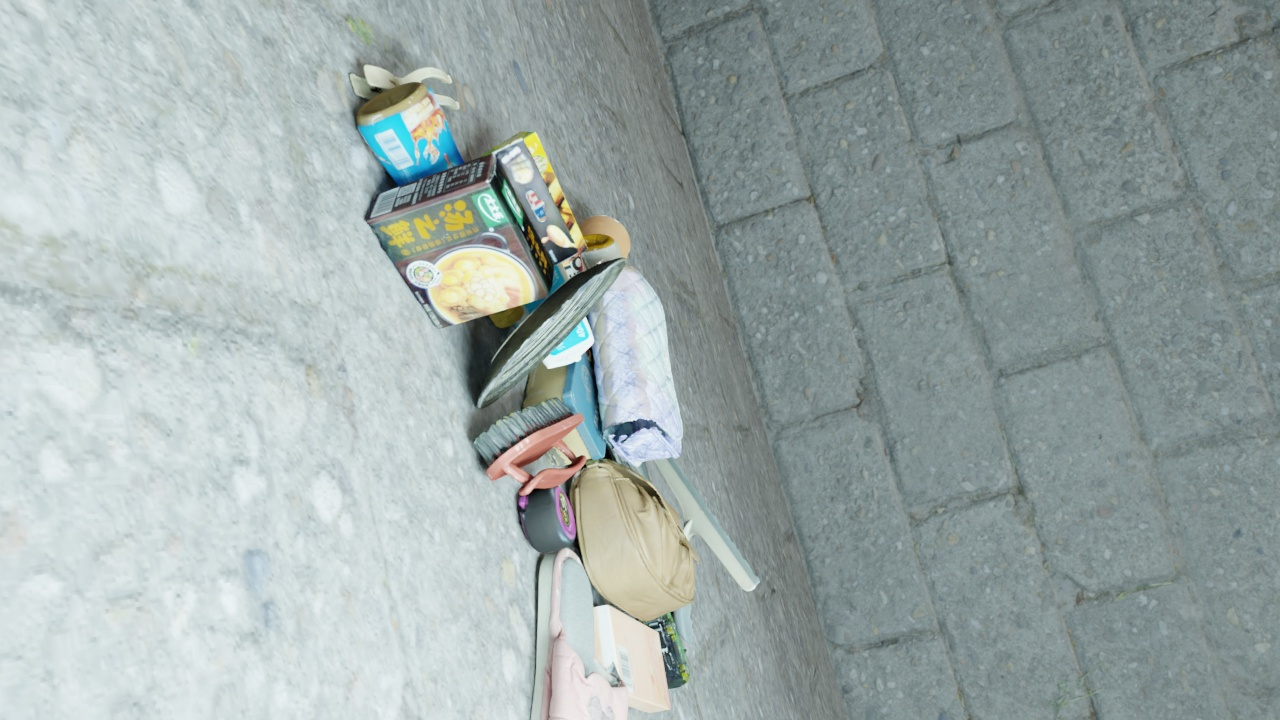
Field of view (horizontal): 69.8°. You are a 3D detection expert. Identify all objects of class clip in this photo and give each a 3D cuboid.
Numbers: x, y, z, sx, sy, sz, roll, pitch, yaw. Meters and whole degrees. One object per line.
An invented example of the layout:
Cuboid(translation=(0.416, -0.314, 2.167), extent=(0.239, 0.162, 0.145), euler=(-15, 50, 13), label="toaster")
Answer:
Cuboid(translation=(-0.189, -0.229, 0.770), extent=(0.103, 0.092, 0.035), euler=(58, 16, -84), label="clip")

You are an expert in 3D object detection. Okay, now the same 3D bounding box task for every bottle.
Cuboid(translation=(-0.047, -0.056, 1.113), extent=(0.067, 0.068, 0.190), euler=(-82, 166, -62), label="bottle")
Cuboid(translation=(-0.156, -0.121, 0.768), extent=(0.065, 0.065, 0.219), euler=(-90, 159, -53), label="bottle")

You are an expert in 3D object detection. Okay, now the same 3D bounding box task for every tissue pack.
Cuboid(translation=(-0.102, -0.065, 0.895), extent=(0.090, 0.063, 0.140), euler=(50, -15, 56), label="tissue pack")

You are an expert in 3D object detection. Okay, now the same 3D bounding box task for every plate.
Cuboid(translation=(-0.081, -0.029, 0.783), extent=(0.024, 0.180, 0.179), euler=(44, 13, 2), label="plate")

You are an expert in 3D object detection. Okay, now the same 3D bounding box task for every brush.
Cuboid(translation=(-0.090, 0.077, 0.785), extent=(0.069, 0.063, 0.145), euler=(51, 12, 6), label="brush")

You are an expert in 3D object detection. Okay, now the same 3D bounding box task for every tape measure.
Cuboid(translation=(-0.083, 0.140, 0.808), extent=(0.057, 0.039, 0.057), euler=(-75, 146, -76), label="tape measure")

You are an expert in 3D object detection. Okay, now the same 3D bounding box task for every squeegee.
Cuboid(translation=(0.051, 0.259, 1.087), extent=(0.246, 0.039, 0.247), euler=(-127, -150, -47), label="squeegee")

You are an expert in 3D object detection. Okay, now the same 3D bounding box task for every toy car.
Cuboid(translation=(0.027, 0.323, 1.034), extent=(0.036, 0.043, 0.091), euler=(-8, 82, -78), label="toy car")

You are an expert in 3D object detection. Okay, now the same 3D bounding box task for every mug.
Cuboid(translation=(-0.062, -0.134, 1.185), extent=(0.122, 0.078, 0.078), euler=(-69, 141, -64), label="mug")

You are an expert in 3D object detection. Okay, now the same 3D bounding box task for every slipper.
Cuboid(translation=(-0.047, 0.276, 0.748), extent=(0.114, 0.054, 0.273), euler=(61, 17, -44), label="slipper")

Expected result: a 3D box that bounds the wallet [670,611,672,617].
Cuboid(translation=(0.019, 0.279, 1.117), extent=(0.122, 0.020, 0.096), euler=(-4, 82, -78), label="wallet")

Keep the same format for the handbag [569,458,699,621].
Cuboid(translation=(0.000, 0.187, 0.954), extent=(0.204, 0.100, 0.147), euler=(56, 13, -63), label="handbag")

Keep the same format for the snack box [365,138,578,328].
Cuboid(translation=(-0.128, -0.095, 0.716), extent=(0.053, 0.126, 0.113), euler=(-89, 159, -48), label="snack box")

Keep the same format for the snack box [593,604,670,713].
Cuboid(translation=(-0.010, 0.306, 0.932), extent=(0.157, 0.026, 0.084), euler=(54, 23, -58), label="snack box")

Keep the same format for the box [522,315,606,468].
Cuboid(translation=(-0.073, 0.032, 0.949), extent=(0.184, 0.060, 0.090), euler=(-91, 160, -55), label="box")

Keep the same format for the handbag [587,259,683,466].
Cuboid(translation=(-0.006, 0.006, 0.966), extent=(0.134, 0.076, 0.193), euler=(52, 24, -59), label="handbag")

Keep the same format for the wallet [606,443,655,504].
Cuboid(translation=(-0.021, 0.115, 1.117), extent=(0.106, 0.037, 0.130), euler=(-109, 174, -45), label="wallet")

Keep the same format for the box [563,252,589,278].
Cuboid(translation=(-0.091, -0.098, 1.026), extent=(0.164, 0.071, 0.057), euler=(65, -6, -21), label="box")

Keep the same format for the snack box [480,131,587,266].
Cuboid(translation=(-0.118, -0.151, 0.938), extent=(0.034, 0.086, 0.140), euler=(15, -43, 50), label="snack box")
